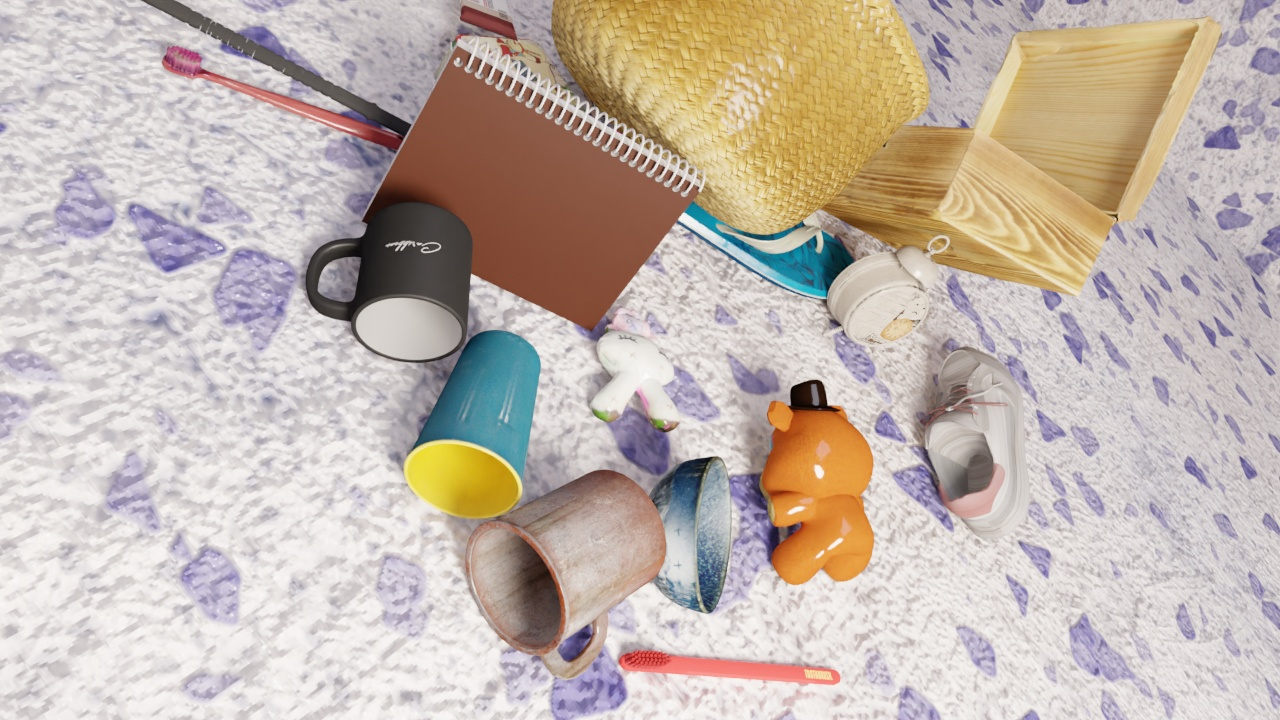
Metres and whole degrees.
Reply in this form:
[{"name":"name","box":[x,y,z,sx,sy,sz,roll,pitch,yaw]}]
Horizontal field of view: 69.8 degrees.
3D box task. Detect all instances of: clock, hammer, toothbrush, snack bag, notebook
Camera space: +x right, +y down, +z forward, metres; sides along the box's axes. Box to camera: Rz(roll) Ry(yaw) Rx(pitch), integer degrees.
[{"name":"clock","box":[0.272,-0.073,0.979,0.103,0.157,0.061,16,40,-31]},{"name":"hammer","box":[-0.252,-0.209,0.714,0.324,0.015,0.095,25,72,-25]},{"name":"toothbrush","box":[0.077,0.231,0.688,0.212,0.018,0.012,16,51,-31]},{"name":"toothbrush","box":[-0.272,-0.203,0.723,0.189,0.017,0.016,15,54,-32]},{"name":"snack bag","box":[-0.154,-0.348,0.900,0.057,0.013,0.157,14,32,-24]},{"name":"notebook","box":[-0.081,-0.127,0.711,0.209,0.172,0.022,25,33,-24]}]

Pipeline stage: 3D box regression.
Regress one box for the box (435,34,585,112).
[{"name":"box","box":[-0.093,-0.211,0.857,0.117,0.051,0.205,-20,75,-45]}]

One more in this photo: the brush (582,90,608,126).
[{"name":"brush","box":[-0.050,-0.270,0.943,0.050,0.015,0.135,69,4,-53]}]

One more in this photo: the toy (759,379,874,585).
[{"name":"toy","box":[0.156,0.104,0.796,0.112,0.096,0.176,8,83,-36]}]

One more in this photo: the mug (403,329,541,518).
[{"name":"mug","box":[-0.109,0.039,0.639,0.078,0.078,0.121,31,39,-19]}]

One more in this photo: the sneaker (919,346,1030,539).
[{"name":"sneaker","box":[0.350,0.068,0.983,0.089,0.099,0.235,36,43,-34]}]

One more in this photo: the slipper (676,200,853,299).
[{"name":"slipper","box":[0.132,-0.150,0.991,0.294,0.060,0.118,23,51,-23]}]

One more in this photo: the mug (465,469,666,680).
[{"name":"mug","box":[-0.044,0.145,0.610,0.110,0.096,0.123,-20,105,-43]}]

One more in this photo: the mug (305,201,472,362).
[{"name":"mug","box":[-0.179,-0.057,0.655,0.113,0.078,0.087,2,55,-8]}]

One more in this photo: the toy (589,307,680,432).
[{"name":"toy","box":[-0.005,0.005,0.777,0.079,0.038,0.122,14,49,-24]}]

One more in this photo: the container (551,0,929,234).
[{"name":"container","box":[0.068,-0.263,0.801,0.307,0.196,0.307,45,3,-3]}]

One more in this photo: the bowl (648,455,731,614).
[{"name":"bowl","box":[0.028,0.126,0.682,0.114,0.061,0.114,3,89,-73]}]

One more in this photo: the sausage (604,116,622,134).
[{"name":"sausage","box":[-0.029,-0.264,0.972,0.020,0.020,0.155,17,50,-30]}]

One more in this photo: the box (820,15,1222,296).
[{"name":"box","box":[0.413,-0.272,1.049,0.286,0.336,0.279,23,3,-28]}]
